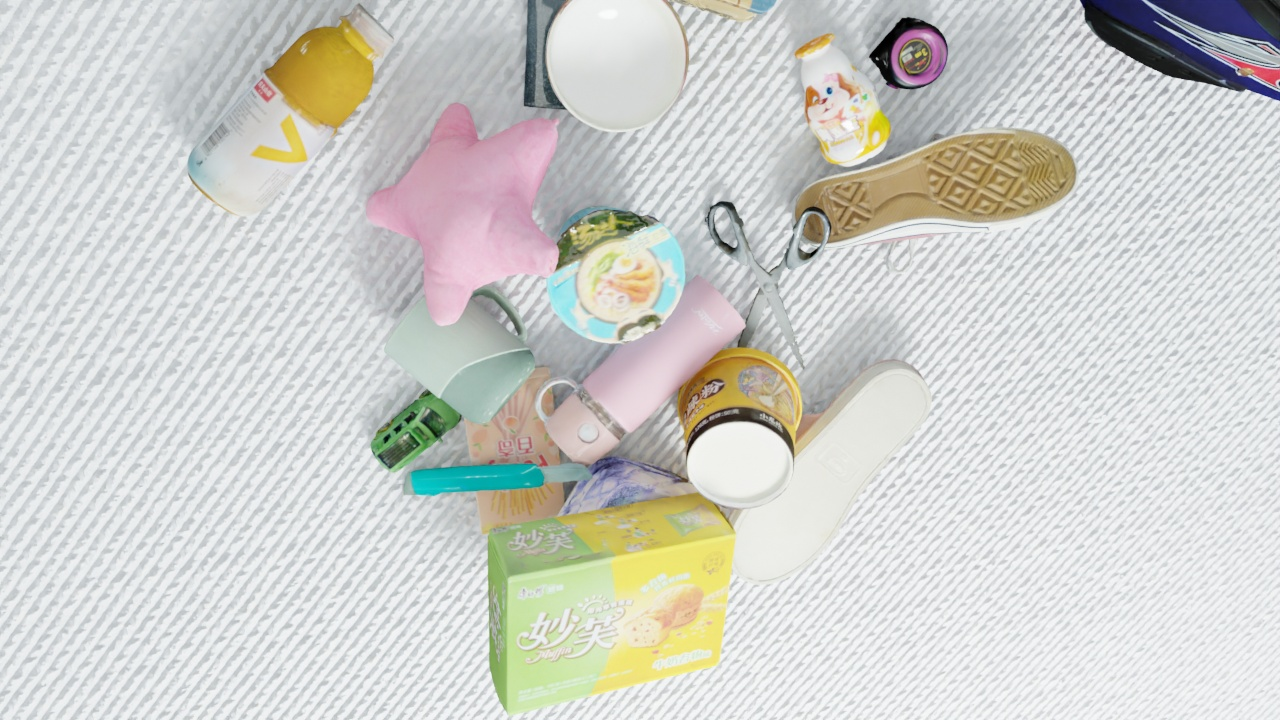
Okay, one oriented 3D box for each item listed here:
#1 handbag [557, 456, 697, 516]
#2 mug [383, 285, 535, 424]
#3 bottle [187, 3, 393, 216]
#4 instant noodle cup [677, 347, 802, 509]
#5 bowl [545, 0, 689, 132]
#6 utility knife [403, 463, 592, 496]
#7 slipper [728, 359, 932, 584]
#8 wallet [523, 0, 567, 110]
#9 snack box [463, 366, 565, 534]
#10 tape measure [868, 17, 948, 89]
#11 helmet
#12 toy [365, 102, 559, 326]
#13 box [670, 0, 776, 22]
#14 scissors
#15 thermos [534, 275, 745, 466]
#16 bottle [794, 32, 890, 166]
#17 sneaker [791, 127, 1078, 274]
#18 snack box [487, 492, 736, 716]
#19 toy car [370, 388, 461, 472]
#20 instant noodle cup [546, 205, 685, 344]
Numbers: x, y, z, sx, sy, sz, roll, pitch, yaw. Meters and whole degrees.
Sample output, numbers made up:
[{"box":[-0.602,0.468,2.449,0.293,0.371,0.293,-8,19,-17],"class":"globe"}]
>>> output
[{"box":[-0.028,0.187,0.889,0.134,0.075,0.194,25,104,-34],"class":"handbag"},{"box":[-0.144,-0.013,0.795,0.106,0.082,0.111,39,55,-2],"class":"mug"},{"box":[-0.271,-0.198,0.721,0.189,0.068,0.068,-44,110,6],"class":"bottle"},{"box":[0.090,0.066,0.837,0.118,0.114,0.119,3,119,5],"class":"instant noodle cup"},{"box":[-0.022,-0.242,0.735,0.113,0.062,0.113,-3,107,-11],"class":"bowl"},{"box":[-0.135,0.108,0.842,0.197,0.013,0.029,-5,107,20],"class":"utility knife"},{"box":[0.179,0.110,0.915,0.114,0.054,0.275,32,104,-19],"class":"slipper"},{"box":[-0.036,-0.257,0.769,0.120,0.019,0.097,1,108,-12],"class":"wallet"},{"box":[-0.119,0.086,0.869,0.084,0.026,0.157,-7,110,-7],"class":"snack box"},{"box":[0.236,-0.267,0.803,0.058,0.039,0.057,37,99,-14],"class":"tape measure"},{"box":[0.489,-0.328,0.714,0.315,0.240,0.247,31,102,-8],"class":"helmet"},{"box":[-0.125,-0.125,0.730,0.179,0.194,0.074,-44,151,8],"class":"toy"},{"box":[0.026,-0.337,0.725,0.184,0.064,0.090,10,99,-16],"class":"box"},{"box":[0.114,-0.072,0.837,0.159,0.014,0.182,40,126,5],"class":"scissors"},{"box":[-0.005,0.005,0.831,0.198,0.067,0.087,-42,98,0],"class":"thermos"},{"box":[0.171,-0.225,0.793,0.063,0.063,0.108,-31,111,1],"class":"bottle"},{"box":[0.258,-0.145,0.825,0.241,0.087,0.118,-11,88,15],"class":"sneaker"},{"box":[-0.027,0.214,0.814,0.209,0.070,0.158,-7,118,-21],"class":"snack box"},{"box":[-0.206,0.065,0.842,0.091,0.036,0.043,-41,109,1],"class":"toy car"},{"box":[-0.029,-0.082,0.776,0.111,0.120,0.111,-3,108,-9],"class":"instant noodle cup"}]
